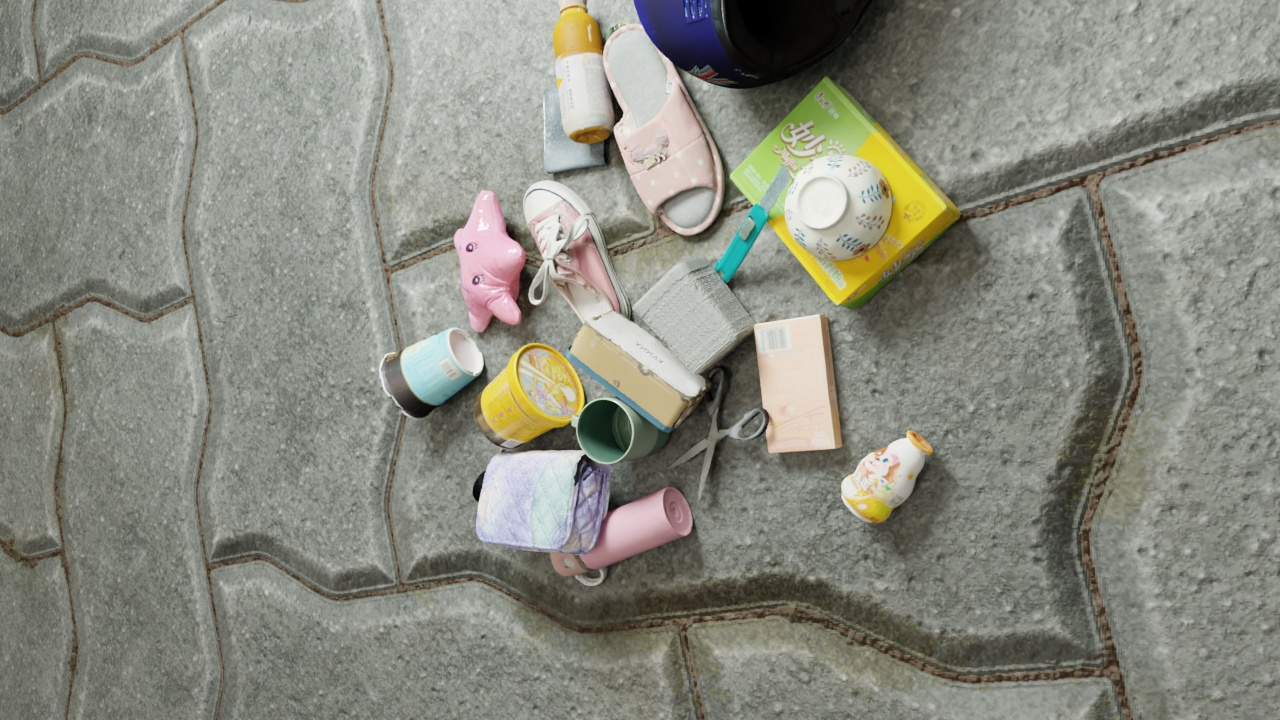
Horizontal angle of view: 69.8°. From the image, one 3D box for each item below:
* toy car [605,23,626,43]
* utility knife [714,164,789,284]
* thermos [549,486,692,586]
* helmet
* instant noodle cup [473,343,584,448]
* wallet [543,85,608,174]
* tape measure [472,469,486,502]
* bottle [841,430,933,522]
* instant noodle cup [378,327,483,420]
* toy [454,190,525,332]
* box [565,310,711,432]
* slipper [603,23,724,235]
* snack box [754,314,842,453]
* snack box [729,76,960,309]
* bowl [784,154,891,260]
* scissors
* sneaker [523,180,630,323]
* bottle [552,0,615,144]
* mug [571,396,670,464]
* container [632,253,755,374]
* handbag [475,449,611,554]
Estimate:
[{"bbox_3d":[0.000,-0.408,1.176,0.091,0.036,0.043,10,97,28],"label":"toy car"},{"bbox_3d":[0.124,-0.150,1.060,0.029,0.013,0.217,50,147,14],"label":"utility knife"},{"bbox_3d":[-0.025,0.236,1.196,0.199,0.067,0.087,-29,101,28],"label":"thermos"},{"bbox_3d":[0.123,-0.457,0.986,0.316,0.247,0.240,-60,38,15],"label":"helmet"},{"bbox_3d":[-0.156,0.055,1.242,0.115,0.118,0.118,-35,74,34],"label":"instant noodle cup"},{"bbox_3d":[-0.088,-0.318,1.244,0.097,0.019,0.121,-2,89,29],"label":"wallet"},{"bbox_3d":[-0.208,0.183,1.306,0.039,0.057,0.058,29,114,29],"label":"tape measure"},{"bbox_3d":[0.273,0.127,1.012,0.063,0.063,0.109,47,113,22],"label":"bottle"},{"bbox_3d":[-0.297,0.012,1.335,0.121,0.111,0.111,-29,76,20],"label":"instant noodle cup"},{"bbox_3d":[-0.207,-0.141,1.279,0.179,0.074,0.194,-12,87,52],"label":"toy"},{"bbox_3d":[-0.007,0.007,1.134,0.184,0.089,0.060,36,117,15],"label":"box"},{"bbox_3d":[0.022,-0.287,1.140,0.114,0.054,0.274,-20,90,30],"label":"slipper"},{"bbox_3d":[0.185,0.029,1.082,0.085,0.026,0.157,-7,88,31],"label":"snack box"},{"bbox_3d":[0.225,-0.185,1.028,0.158,0.070,0.210,-45,70,25],"label":"snack box"},{"bbox_3d":[0.200,-0.164,0.966,0.114,0.062,0.113,0,90,31],"label":"bowl"},{"bbox_3d":[0.090,0.090,1.136,0.182,0.014,0.159,-25,66,42],"label":"scissors"},{"bbox_3d":[-0.098,-0.138,1.213,0.118,0.087,0.241,-34,75,27],"label":"sneaker"},{"bbox_3d":[-0.077,-0.380,1.191,0.068,0.068,0.189,-12,82,31],"label":"bottle"},{"bbox_3d":[-0.029,0.083,1.166,0.112,0.106,0.082,8,96,30],"label":"mug"},{"bbox_3d":[0.069,-0.054,1.107,0.090,0.090,0.114,-43,83,28],"label":"container"},{"bbox_3d":[-0.129,0.185,1.212,0.194,0.075,0.134,-4,72,43],"label":"handbag"}]
